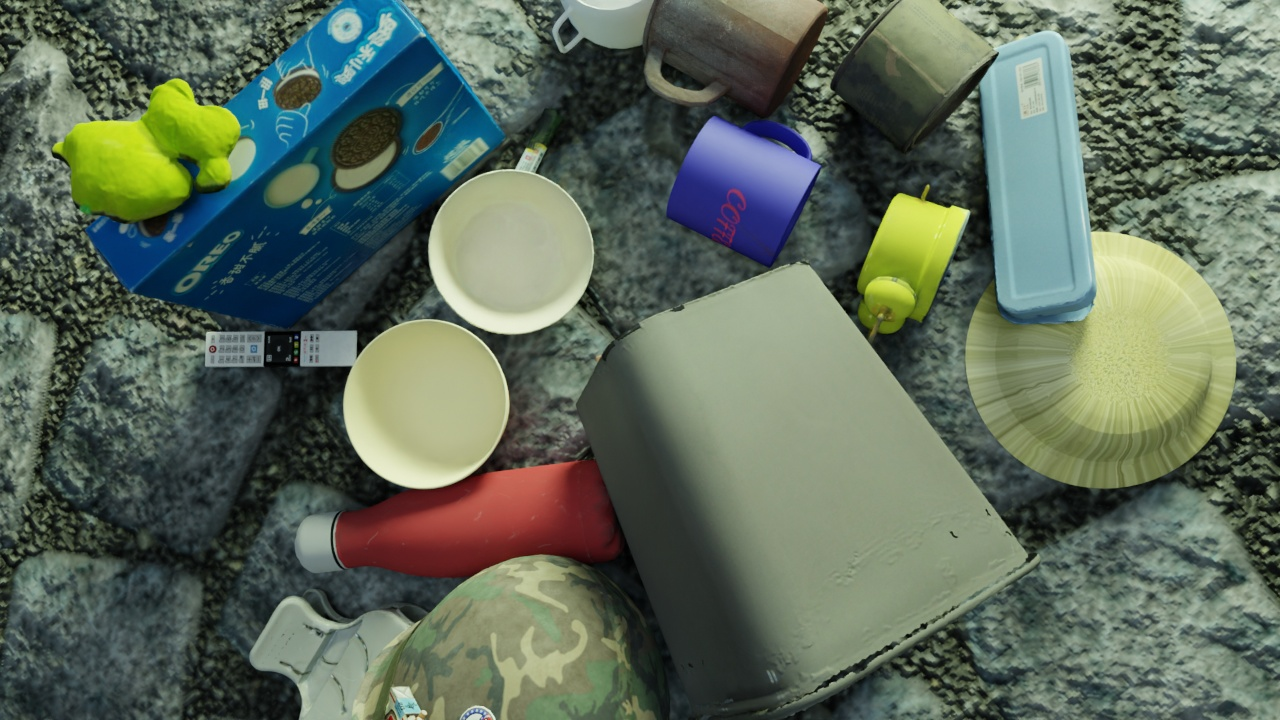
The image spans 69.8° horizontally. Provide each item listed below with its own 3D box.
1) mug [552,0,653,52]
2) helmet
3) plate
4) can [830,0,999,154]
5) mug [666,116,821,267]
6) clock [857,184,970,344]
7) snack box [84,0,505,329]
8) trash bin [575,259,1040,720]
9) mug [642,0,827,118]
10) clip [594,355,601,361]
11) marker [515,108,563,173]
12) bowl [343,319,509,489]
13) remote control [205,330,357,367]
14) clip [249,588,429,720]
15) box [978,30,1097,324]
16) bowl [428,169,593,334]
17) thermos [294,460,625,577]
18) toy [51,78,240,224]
[{"bbox_3d":[-0.024,-0.280,0.686,0.094,0.068,0.115,43,91,8],"label":"mug"},{"bbox_3d":[-0.085,0.248,0.581,0.237,0.192,0.224,-43,40,28],"label":"helmet"},{"bbox_3d":[0.328,-0.003,0.642,0.184,0.036,0.184,-1,86,6],"label":"plate"},{"bbox_3d":[0.192,-0.203,0.645,0.074,0.090,0.090,44,91,8],"label":"can"},{"bbox_3d":[0.081,-0.132,0.665,0.083,0.079,0.111,27,61,8],"label":"mug"},{"bbox_3d":[0.185,-0.061,0.640,0.057,0.083,0.119,23,85,13],"label":"clock"},{"bbox_3d":[-0.219,-0.125,0.633,0.239,0.195,0.056,-40,83,2],"label":"snack box"},{"bbox_3d":[0.080,0.080,0.578,0.197,0.198,0.220,-22,75,-23],"label":"trash bin"},{"bbox_3d":[0.060,-0.226,0.657,0.110,0.096,0.122,30,75,11],"label":"mug"},{"bbox_3d":[-0.005,0.000,0.687,0.061,0.026,0.049,-42,78,9],"label":"clip"},{"bbox_3d":[-0.099,-0.127,0.709,0.017,0.017,0.146,27,89,8],"label":"marker"},{"bbox_3d":[-0.146,0.033,0.673,0.118,0.074,0.118,0,86,6],"label":"bowl"},{"bbox_3d":[-0.282,-0.009,0.723,0.124,0.012,0.028,0,86,6],"label":"remote control"},{"bbox_3d":[-0.212,0.229,0.670,0.150,0.089,0.125,32,87,-3],"label":"clip"},{"bbox_3d":[0.279,-0.125,0.648,0.067,0.052,0.209,-9,71,34],"label":"box"},{"bbox_3d":[-0.095,-0.078,0.672,0.115,0.062,0.115,-1,95,-10],"label":"bowl"},{"bbox_3d":[-0.133,0.121,0.666,0.240,0.073,0.073,-8,85,6],"label":"thermos"},{"bbox_3d":[-0.280,-0.117,0.523,0.094,0.036,0.093,30,84,3],"label":"toy"}]
